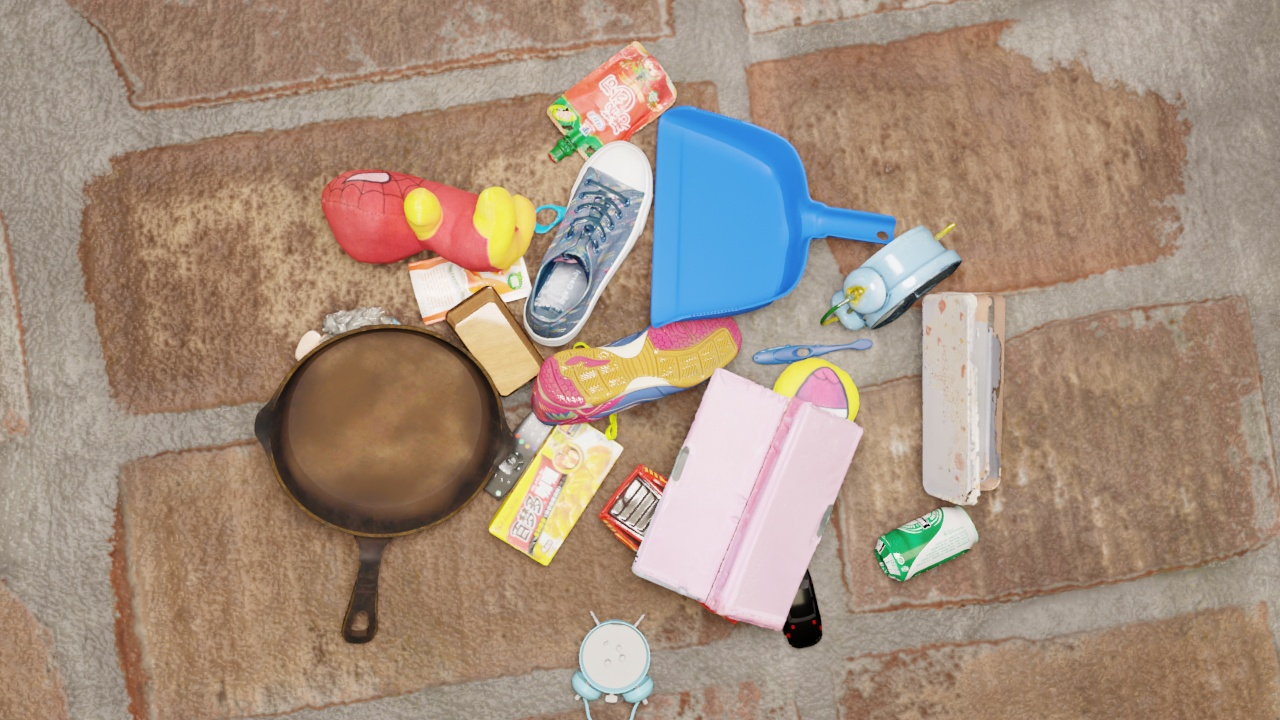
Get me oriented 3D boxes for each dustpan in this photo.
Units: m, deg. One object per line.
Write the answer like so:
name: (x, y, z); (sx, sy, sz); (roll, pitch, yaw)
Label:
dustpan: (0.146, -0.143, 0.974); (0.257, 0.060, 0.245); (6, 74, -13)

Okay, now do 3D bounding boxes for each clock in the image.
clock: (-0.029, 0.332, 0.974); (0.087, 0.042, 0.123); (4, 86, -2)
clock: (0.259, -0.078, 0.961); (0.162, 0.118, 0.060); (-32, 78, -12)

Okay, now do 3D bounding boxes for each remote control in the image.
remote control: (-0.127, 0.092, 0.994); (0.039, 0.010, 0.124); (37, 87, 0)

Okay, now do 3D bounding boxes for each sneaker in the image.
sneaker: (-0.052, -0.125, 0.955); (0.087, 0.079, 0.235); (25, 83, -1)
sneaker: (-0.005, 0.006, 0.966); (0.241, 0.091, 0.116); (-17, 65, -25)

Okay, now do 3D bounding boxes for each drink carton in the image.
drink carton: (-0.182, -0.088, 0.991); (0.122, 0.039, 0.069); (-16, 89, -8)

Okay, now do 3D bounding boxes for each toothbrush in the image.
toothbrush: (0.188, -0.010, 1.007); (0.132, 0.016, 0.021); (-7, 88, 0)

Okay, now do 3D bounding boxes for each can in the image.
can: (0.304, 0.196, 0.983); (0.101, 0.053, 0.053); (-24, 89, -2)

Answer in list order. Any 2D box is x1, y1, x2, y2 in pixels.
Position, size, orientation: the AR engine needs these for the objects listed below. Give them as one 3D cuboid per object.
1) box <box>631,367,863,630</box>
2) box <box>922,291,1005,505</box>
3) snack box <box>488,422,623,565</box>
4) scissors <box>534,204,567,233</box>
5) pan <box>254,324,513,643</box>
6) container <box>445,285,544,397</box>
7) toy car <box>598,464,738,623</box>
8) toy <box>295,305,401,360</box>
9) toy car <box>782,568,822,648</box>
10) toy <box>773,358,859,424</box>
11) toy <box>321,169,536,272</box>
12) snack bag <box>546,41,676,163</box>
box: (0.114, 0.144, 0.929); (0.179, 0.059, 0.233); (21, 90, -12)
box: (0.346, 0.035, 0.967); (0.107, 0.095, 0.216); (-5, 97, -31)
snack box: (-0.091, 0.136, 0.981); (0.075, 0.025, 0.152); (34, 87, -10)
scissors: (-0.049, -0.159, 1.007); (0.132, 0.015, 0.110); (-33, 86, -7)
pan: (-0.268, 0.128, 0.943); (0.248, 0.043, 0.356); (7, 106, -20)
container: (-0.150, -0.016, 0.961); (0.063, 0.061, 0.114); (-34, 103, -3)
toy car: (0.050, 0.196, 0.976); (0.189, 0.056, 0.081); (39, 88, -3)
toy: (-0.308, 0.027, 0.961); (0.132, 0.076, 0.176); (41, 85, -15)
toy car: (0.170, 0.264, 0.985); (0.042, 0.036, 0.091); (-13, 88, -2)
toy: (0.189, 0.044, 0.991); (0.095, 0.041, 0.094); (13, 83, -5)
toy: (-0.222, -0.143, 0.934); (0.216, 0.147, 0.098); (7, 88, 10)
snack bag: (-0.039, -0.270, 1.001); (0.155, 0.044, 0.087); (-39, 99, 3)
